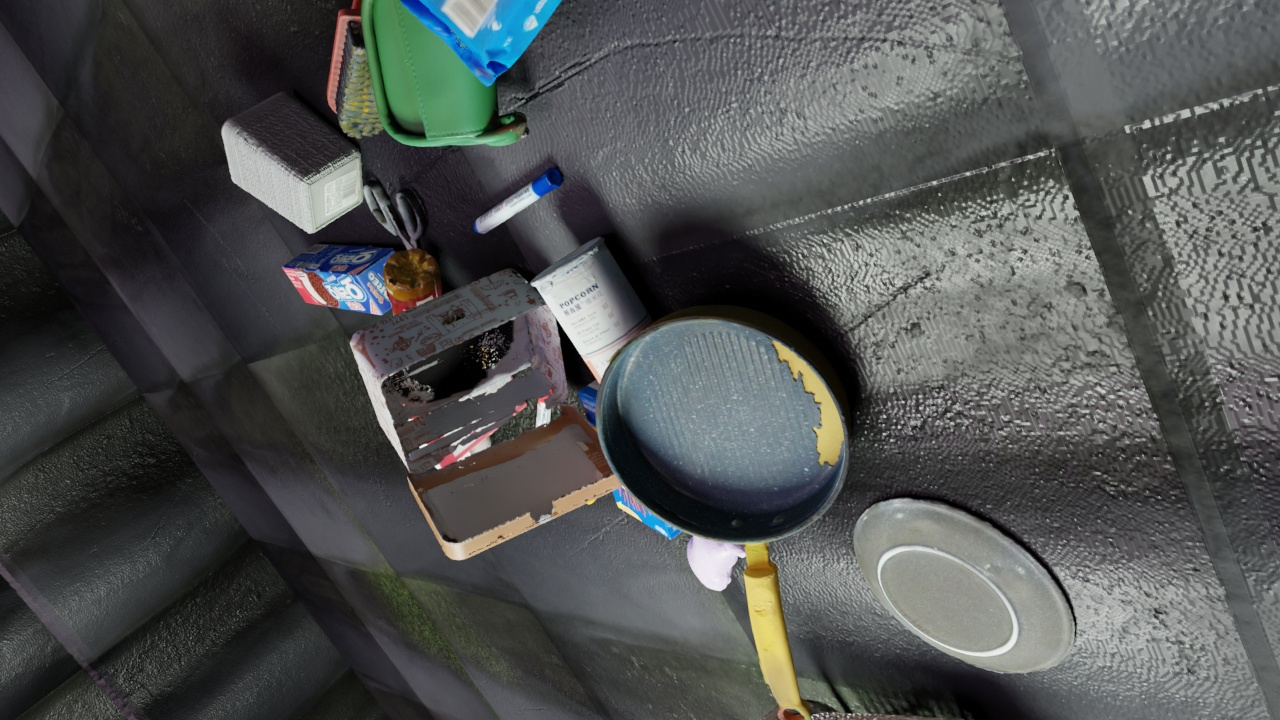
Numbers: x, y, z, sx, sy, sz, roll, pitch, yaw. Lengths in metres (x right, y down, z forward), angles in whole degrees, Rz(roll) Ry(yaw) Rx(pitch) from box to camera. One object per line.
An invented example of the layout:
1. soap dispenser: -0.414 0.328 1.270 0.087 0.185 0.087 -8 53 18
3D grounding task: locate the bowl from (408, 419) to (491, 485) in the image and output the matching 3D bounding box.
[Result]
1. bowl: -0.217 0.087 1.107 0.118 0.064 0.118 30 142 26

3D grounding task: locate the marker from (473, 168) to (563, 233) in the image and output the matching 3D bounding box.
1. marker: -0.111 -0.137 0.806 0.146 0.016 0.017 -16 110 54

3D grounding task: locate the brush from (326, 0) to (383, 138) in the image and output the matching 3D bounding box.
1. brush: -0.240 -0.258 0.803 0.146 0.063 0.069 -41 59 58

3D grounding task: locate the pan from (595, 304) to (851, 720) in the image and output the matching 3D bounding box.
1. pan: 0.083 0.129 0.718 0.198 0.078 0.357 -10 112 26

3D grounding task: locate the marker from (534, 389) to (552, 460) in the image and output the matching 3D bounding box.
1. marker: -0.107 0.068 1.006 0.017 0.017 0.145 36 145 19

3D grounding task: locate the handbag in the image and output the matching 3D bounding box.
1. handbag: -0.145 -0.228 0.701 0.120 0.067 0.131 11 118 24

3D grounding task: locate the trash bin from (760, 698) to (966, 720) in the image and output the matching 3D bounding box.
1. trash bin: 0.225 0.406 0.809 0.227 0.226 0.193 52 134 -5

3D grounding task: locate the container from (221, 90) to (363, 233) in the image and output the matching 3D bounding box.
1. container: -0.358 -0.204 0.960 0.114 0.090 0.090 36 145 14

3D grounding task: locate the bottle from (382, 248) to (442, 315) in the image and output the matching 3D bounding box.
1. bottle: -0.240 -0.044 0.999 0.057 0.057 0.175 36 148 19

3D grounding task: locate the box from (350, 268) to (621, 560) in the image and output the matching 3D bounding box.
1. box: -0.136 0.050 0.830 0.193 0.182 0.157 43 151 43

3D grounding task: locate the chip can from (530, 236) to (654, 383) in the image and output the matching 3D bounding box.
1. chip can: -0.005 0.005 0.776 0.071 0.071 0.215 -15 111 54

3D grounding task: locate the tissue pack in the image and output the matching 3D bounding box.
1. tissue pack: -0.086 -0.266 0.589 0.095 0.052 0.157 47 118 6

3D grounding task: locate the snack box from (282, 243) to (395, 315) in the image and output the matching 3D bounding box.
1. snack box: -0.342 -0.098 1.066 0.208 0.057 0.058 9 134 47

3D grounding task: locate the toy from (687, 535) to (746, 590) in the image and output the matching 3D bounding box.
1. toy: 0.069 0.185 0.902 0.084 0.038 0.108 51 154 31

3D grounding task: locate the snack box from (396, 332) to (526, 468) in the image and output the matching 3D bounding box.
1. snack box: -0.200 0.036 0.982 0.044 0.126 0.113 2 124 48

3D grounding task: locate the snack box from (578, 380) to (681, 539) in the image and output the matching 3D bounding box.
1. snack box: -0.007 0.098 0.904 0.085 0.026 0.157 23 139 46

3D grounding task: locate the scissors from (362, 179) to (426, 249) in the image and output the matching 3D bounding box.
1. scissors: -0.244 -0.121 0.983 0.170 0.014 0.160 46 149 1

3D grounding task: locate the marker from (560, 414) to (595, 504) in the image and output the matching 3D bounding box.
1. marker: -0.068 0.106 1.003 0.018 0.015 0.124 15 131 38

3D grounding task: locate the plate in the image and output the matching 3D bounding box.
1. plate: 0.241 0.182 0.714 0.179 0.024 0.180 30 142 27
